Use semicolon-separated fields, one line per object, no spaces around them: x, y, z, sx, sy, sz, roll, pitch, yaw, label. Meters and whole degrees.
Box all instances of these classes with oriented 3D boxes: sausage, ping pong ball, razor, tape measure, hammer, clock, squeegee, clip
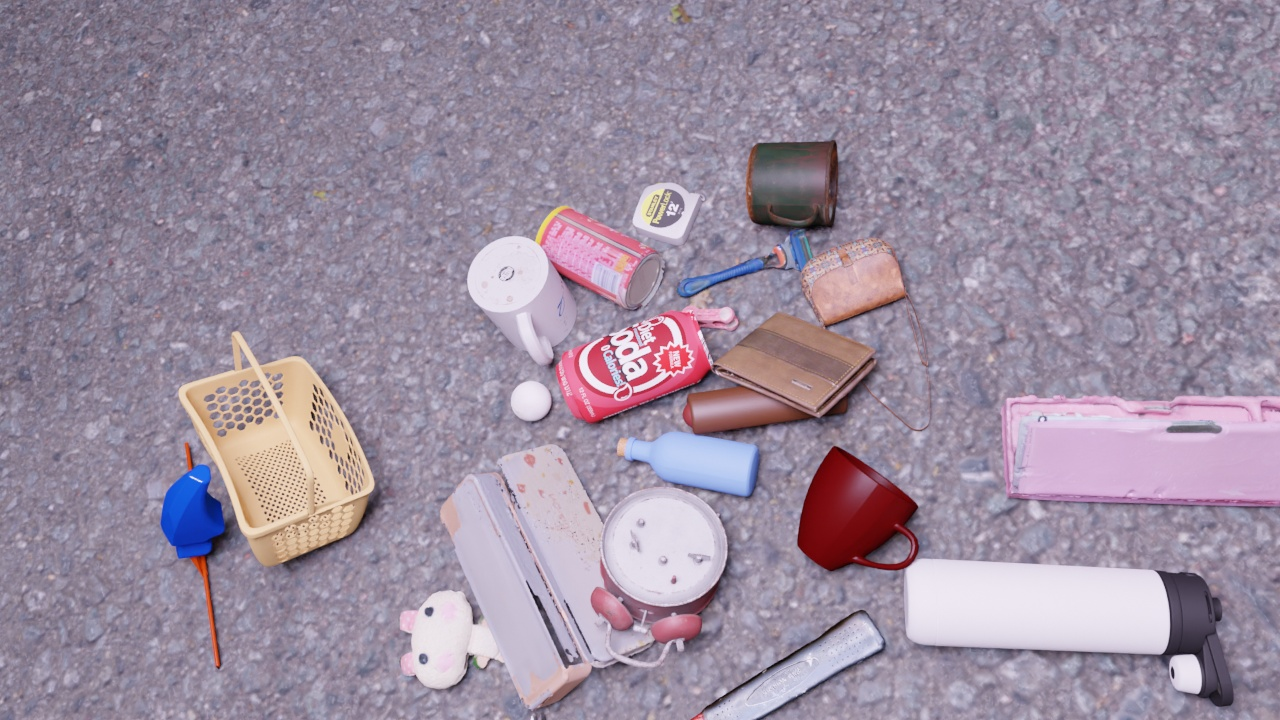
0.116;0.040;0.851;0.155;0.040;0.040;-8;66;-1;sausage
-0.109;0.041;0.916;0.040;0.040;0.040;-5;67;12;ping pong ball
0.103;-0.093;0.931;0.141;0.018;0.044;-17;101;9;razor
0.029;-0.158;0.978;0.065;0.017;0.064;17;73;20;tape measure
0.053;0.299;0.773;0.326;0.036;0.140;-30;66;0;hammer
0.014;0.183;0.791;0.110;0.062;0.156;15;57;7;clock
-0.432;0.151;0.884;0.055;0.185;0.249;-4;59;-32;squeegee
0.072;-0.041;0.919;0.060;0.044;0.023;-9;58;41;clip

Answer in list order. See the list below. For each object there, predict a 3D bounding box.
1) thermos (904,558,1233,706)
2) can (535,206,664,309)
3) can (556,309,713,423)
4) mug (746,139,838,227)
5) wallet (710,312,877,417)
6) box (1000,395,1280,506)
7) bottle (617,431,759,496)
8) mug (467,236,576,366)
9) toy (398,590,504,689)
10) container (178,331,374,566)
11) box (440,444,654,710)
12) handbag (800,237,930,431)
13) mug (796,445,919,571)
0.330;0.212;0.723;0.230;0.068;0.101;-1;76;13;thermos
-0.044;-0.106;0.946;0.124;0.067;0.066;29;77;23;can
-0.005;0.005;0.886;0.142;0.074;0.074;-21;64;5;can
0.149;-0.167;0.908;0.081;0.085;0.110;4;45;17;mug
0.142;0.002;0.845;0.121;0.027;0.098;26;49;38;wallet
0.421;0.063;0.738;0.233;0.107;0.099;1;67;14;box
0.042;0.091;0.853;0.131;0.048;0.048;9;70;17;bottle
-0.113;-0.050;0.924;0.083;0.096;0.119;-20;65;5;mug
-0.178;0.256;0.843;0.112;0.050;0.087;-3;67;18;toy
-0.344;0.080;0.876;0.129;0.167;0.183;-21;58;-31;container
-0.088;0.194;0.850;0.115;0.095;0.217;-45;61;27;box
0.222;-0.024;0.864;0.093;0.043;0.195;-21;68;7;handbag
0.183;0.141;0.778;0.088;0.087;0.114;-55;47;8;mug
